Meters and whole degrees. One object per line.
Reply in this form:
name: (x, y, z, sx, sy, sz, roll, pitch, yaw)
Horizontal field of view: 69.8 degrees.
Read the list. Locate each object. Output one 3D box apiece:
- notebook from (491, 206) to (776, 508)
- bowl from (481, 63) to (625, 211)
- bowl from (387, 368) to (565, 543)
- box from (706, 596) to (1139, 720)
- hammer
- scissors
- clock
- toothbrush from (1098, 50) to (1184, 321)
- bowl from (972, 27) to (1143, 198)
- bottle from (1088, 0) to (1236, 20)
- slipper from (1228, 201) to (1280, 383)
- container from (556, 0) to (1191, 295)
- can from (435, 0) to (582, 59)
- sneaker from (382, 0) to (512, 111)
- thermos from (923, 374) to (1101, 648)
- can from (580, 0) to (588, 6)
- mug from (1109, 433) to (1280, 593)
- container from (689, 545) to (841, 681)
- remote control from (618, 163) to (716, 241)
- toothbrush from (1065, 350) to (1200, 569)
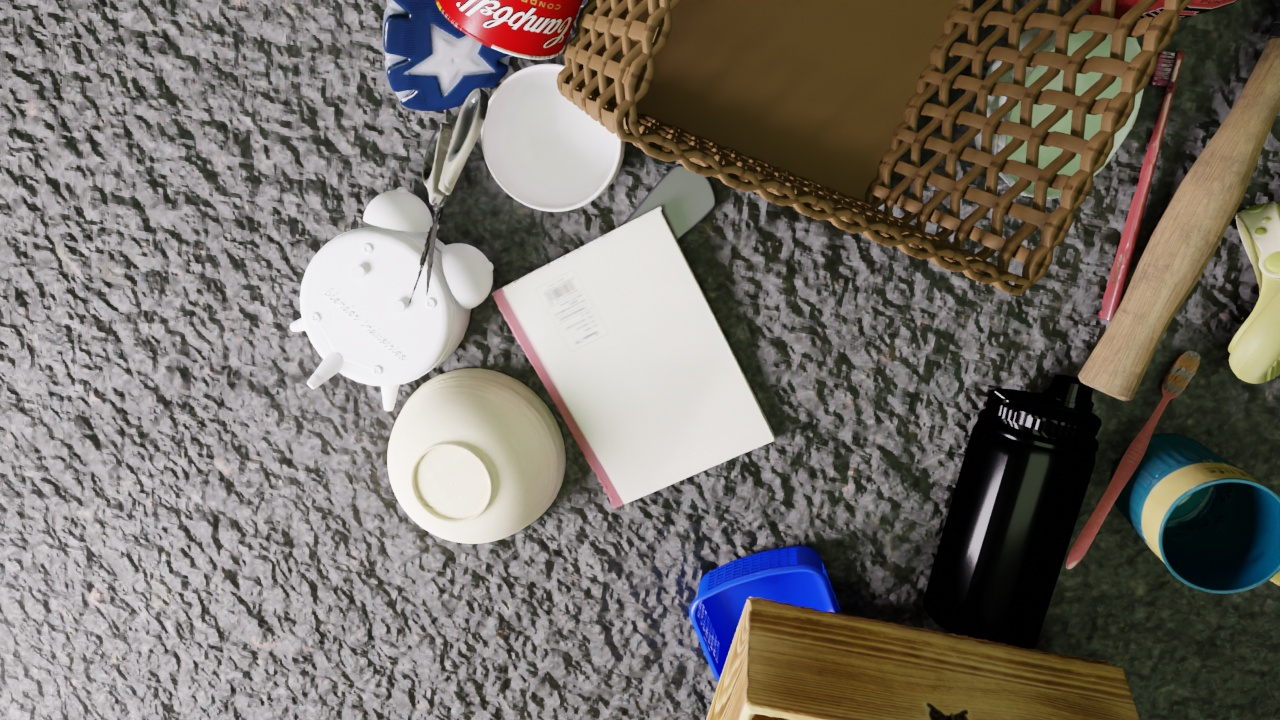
notebook: (-0.004, 0.004, 0.732, 0.153, 0.012, 0.209, -25, 103, 13)
bowl: (-0.061, -0.164, 0.683, 0.105, 0.054, 0.105, 2, 102, 8)
bowl: (-0.142, 0.087, 0.748, 0.151, 0.075, 0.151, 2, 105, 7)
box: (0.183, 0.327, 0.675, 0.279, 0.167, 0.246, 9, 132, 0)
hammer: (0.382, -0.114, 0.600, 0.132, 0.040, 0.306, 30, 103, 31)
scissors: (-0.141, -0.125, 0.661, 0.012, 0.163, 0.155, 21, 119, -31)
clock: (-0.201, -0.045, 0.723, 0.125, 0.072, 0.161, 41, 106, -3)
toothbrush: (0.353, -0.121, 0.652, 0.016, 0.016, 0.190, 13, 107, 22)
bowl: (0.270, -0.173, 0.618, 0.117, 0.061, 0.118, -13, 125, -20)
bottle: (0.323, -0.236, 0.543, 0.062, 0.176, 0.062, 2, 104, 8)
slipper: (0.448, -0.076, 0.624, 0.081, 0.091, 0.190, 36, 100, 38)
container: (0.116, -0.203, 0.524, 0.251, 0.214, 0.220, 17, 107, -19)
can: (-0.064, -0.254, 0.544, 0.086, 0.086, 0.117, 31, 128, 0)
sneaker: (-0.140, -0.305, 0.621, 0.132, 0.103, 0.270, 57, 147, 31)
thermos: (0.279, 0.106, 0.684, 0.086, 0.086, 0.199, 12, 105, 5)
can: (-0.040, -0.322, 0.622, 0.088, 0.087, 0.140, -18, 101, 12)
mug: (0.407, 0.115, 0.657, 0.113, 0.107, 0.083, 35, 104, -1)
container: (0.105, 0.205, 0.749, 0.114, 0.058, 0.096, -20, 100, 13)
remote control: (0.007, -0.099, 0.712, 0.046, 0.009, 0.125, 45, 106, -4)
toothbrush: (0.356, 0.072, 0.666, 0.015, 0.015, 0.184, 31, 85, 22)
